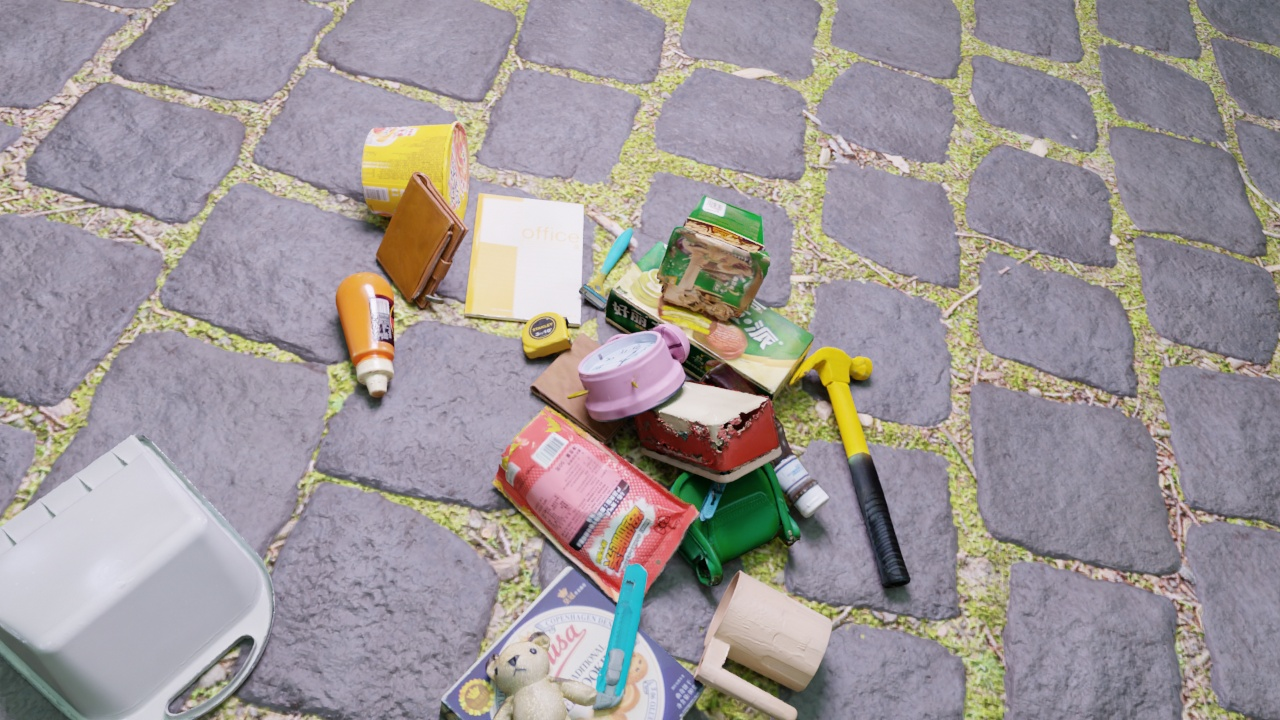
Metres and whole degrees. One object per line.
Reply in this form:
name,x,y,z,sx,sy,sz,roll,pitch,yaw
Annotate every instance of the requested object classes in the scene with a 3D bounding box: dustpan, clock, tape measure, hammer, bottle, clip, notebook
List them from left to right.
dustpan,-0.486,0.223,0.875,0.258,0.143,0.222,17,48,38
bottle,-0.311,-0.027,1.055,0.066,0.067,0.149,-8,65,-17
notebook,-0.146,-0.133,1.190,0.146,0.010,0.205,5,55,-8
tape measure,-0.113,-0.030,1.109,0.060,0.029,0.057,-18,50,5
clock,-0.006,0.006,1.040,0.117,0.060,0.158,-12,20,31
clip,0.077,0.142,0.958,0.014,0.047,0.056,27,65,-2
bottle,0.137,0.094,1.048,0.043,0.080,0.195,-27,67,-33
hammer,0.255,0.115,1.073,0.128,0.033,0.300,8,56,-32

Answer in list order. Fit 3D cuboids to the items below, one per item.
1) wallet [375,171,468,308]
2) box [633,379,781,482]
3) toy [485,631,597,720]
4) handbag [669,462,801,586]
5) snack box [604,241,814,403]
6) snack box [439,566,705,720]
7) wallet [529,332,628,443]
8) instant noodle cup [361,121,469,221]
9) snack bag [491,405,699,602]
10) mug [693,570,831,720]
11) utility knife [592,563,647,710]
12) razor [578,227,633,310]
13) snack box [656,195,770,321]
wallet,-0.262,-0.138,1.099,0.119,0.131,0.035,48,34,17
box,0.065,0.065,0.993,0.091,0.168,0.080,-23,108,-28
toy,-0.085,0.316,0.800,0.105,0.066,0.157,-27,56,-7
handbag,0.096,0.169,0.995,0.131,0.068,0.120,-22,63,-24
snack box,0.083,-0.041,1.140,0.240,0.063,0.114,33,53,13
snack box,-0.064,0.322,0.871,0.182,0.046,0.177,38,56,14
wallet,-0.056,0.032,1.091,0.115,0.020,0.101,34,58,9
instant noodle cup,-0.284,-0.236,1.165,0.110,0.138,0.137,4,55,2
snack bag,-0.053,0.149,0.967,0.208,0.073,0.128,36,95,14
mug,0.120,0.284,0.907,0.103,0.084,0.124,26,45,5
utility knife,-0.018,0.264,0.885,0.029,0.013,0.150,18,52,-4
razor,-0.039,-0.125,1.195,0.043,0.028,0.132,35,56,-15
snack box,0.091,-0.131,1.098,0.118,0.118,0.105,20,47,-2
